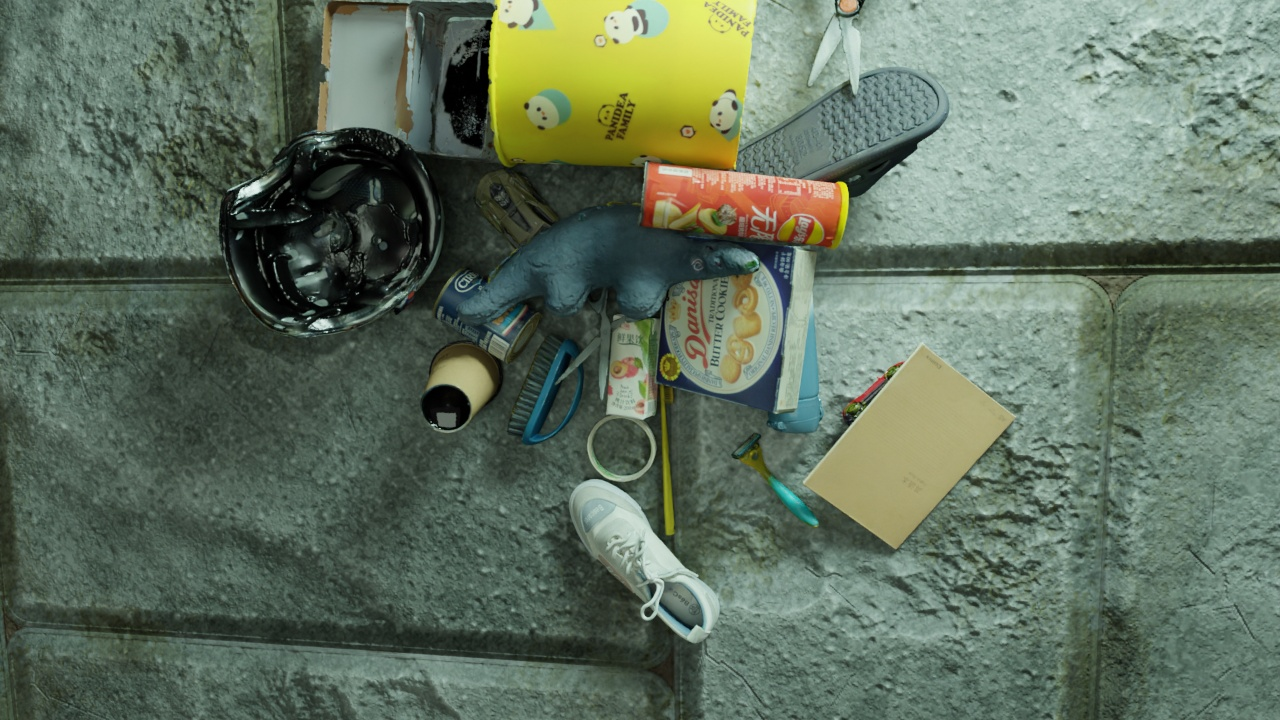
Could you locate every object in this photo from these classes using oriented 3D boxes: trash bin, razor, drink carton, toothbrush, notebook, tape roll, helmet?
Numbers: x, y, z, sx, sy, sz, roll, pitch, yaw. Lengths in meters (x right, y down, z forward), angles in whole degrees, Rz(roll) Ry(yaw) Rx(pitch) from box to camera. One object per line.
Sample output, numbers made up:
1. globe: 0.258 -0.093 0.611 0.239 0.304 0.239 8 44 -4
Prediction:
1. trash bin: -0.013 -0.312 0.992 0.255 0.229 0.230 7 98 4
2. razor: 0.167 0.150 1.107 0.043 0.028 0.132 -41 85 -19
3. drink carton: -0.007 0.006 1.112 0.054 0.045 0.122 6 96 22
4. toothbrush: 0.035 0.123 1.134 0.016 0.015 0.190 -2 97 4
5. notebook: 0.312 0.103 1.065 0.149 0.012 0.212 35 102 -12
6. tape roll: -0.023 0.108 1.144 0.086 0.014 0.086 1 97 10
7. helmet: -0.347 -0.146 1.101 0.274 0.157 0.230 -30 89 6

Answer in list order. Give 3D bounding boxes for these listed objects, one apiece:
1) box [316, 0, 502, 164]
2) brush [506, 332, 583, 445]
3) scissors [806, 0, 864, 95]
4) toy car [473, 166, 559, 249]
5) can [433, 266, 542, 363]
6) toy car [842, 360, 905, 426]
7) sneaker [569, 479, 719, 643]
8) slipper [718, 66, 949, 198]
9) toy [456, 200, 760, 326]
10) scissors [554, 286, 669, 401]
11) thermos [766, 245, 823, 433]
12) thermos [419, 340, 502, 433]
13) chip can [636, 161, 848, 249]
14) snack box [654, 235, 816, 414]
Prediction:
1. box: -0.269 -0.335 1.102 0.261 0.082 0.177 10 99 22
2. brush: -0.110 0.041 1.130 0.073 0.055 0.144 26 100 8
3. scissors: 0.222 -0.406 1.007 0.224 0.021 0.204 -45 77 0
4. toy car: -0.136 -0.165 1.119 0.070 0.042 0.158 -43 91 13
5. can: -0.186 -0.055 1.123 0.111 0.075 0.075 32 101 5
6. toy car: 0.285 0.044 1.068 0.049 0.031 0.106 43 102 -14
7. sneaker: -0.002 0.250 1.119 0.242 0.090 0.089 45 101 3
8. slipper: 0.215 -0.233 1.029 0.269 0.083 0.110 -22 61 26
9. toy: -0.039 -0.114 1.045 0.357 0.091 0.137 -6 58 17
10. scissors: -0.036 -0.036 1.081 0.160 0.014 0.180 -20 59 21
11. thermos: 0.173 -0.023 1.068 0.070 0.070 0.220 -5 97 11
12. thermos: -0.222 0.033 1.112 0.093 0.143 0.093 0 107 1
13. chip can: 0.107 -0.164 0.971 0.216 0.073 0.073 6 98 -3
14. snack box: 0.102 -0.045 1.042 0.183 0.045 0.178 12 101 41
